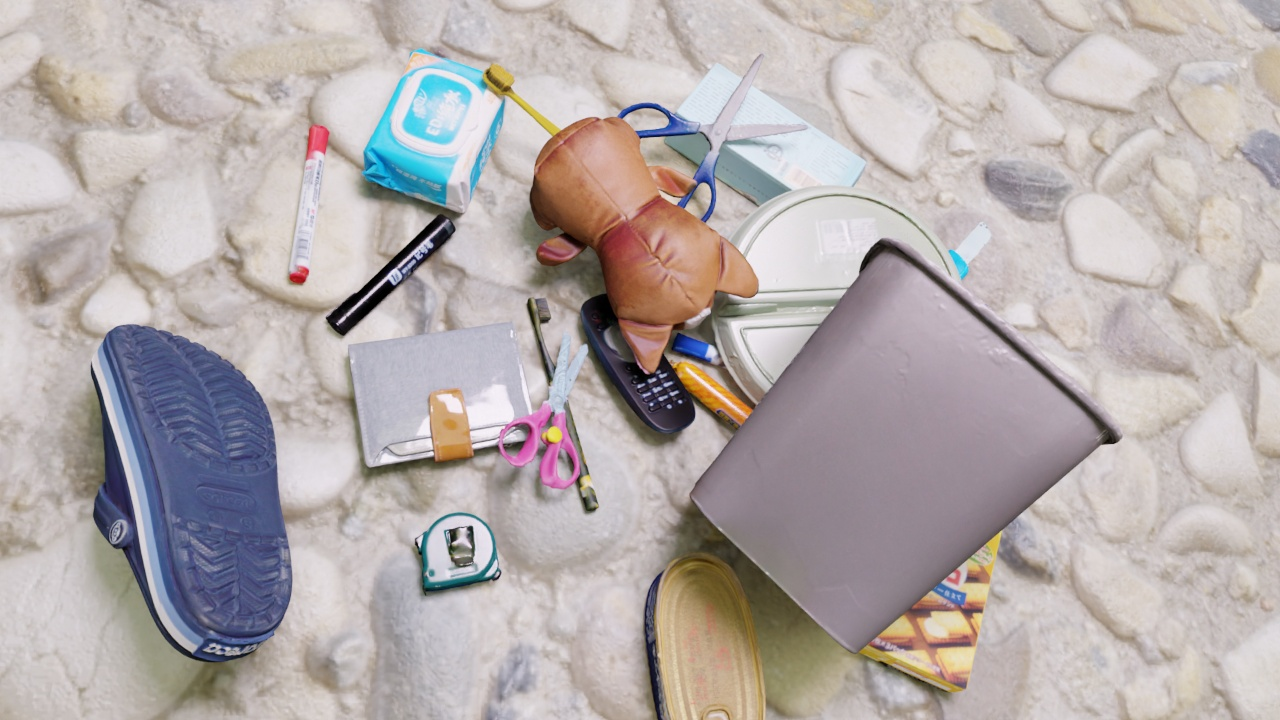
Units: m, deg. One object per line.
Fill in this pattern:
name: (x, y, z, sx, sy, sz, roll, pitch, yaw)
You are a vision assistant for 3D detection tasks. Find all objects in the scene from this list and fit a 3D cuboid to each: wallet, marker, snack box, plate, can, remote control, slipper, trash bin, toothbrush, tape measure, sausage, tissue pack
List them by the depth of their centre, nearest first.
slipper: (-0.304, 0.089, 0.612, 0.095, 0.105, 0.252, -41, 60, 16)
trash bin: (0.164, 0.063, 0.648, 0.198, 0.199, 0.220, 44, 93, 8)
can: (0.044, 0.215, 0.658, 0.074, 0.049, 0.148, -3, 68, -14)
tape measure: (-0.132, 0.138, 0.664, 0.058, 0.025, 0.054, -7, 70, -17)
wallet: (-0.151, 0.026, 0.702, 0.129, 0.037, 0.106, -9, 69, -16)
snack box: (0.228, 0.179, 0.727, 0.087, 0.034, 0.140, 26, 62, -2)
toothbrush: (-0.061, 0.031, 0.735, 0.017, 0.012, 0.185, -7, 68, -28)
marker: (-0.200, -0.071, 0.743, 0.022, 0.020, 0.131, 24, 61, 31)
remote control: (-0.004, 0.004, 0.751, 0.053, 0.024, 0.136, -22, 68, -29)
marker: (-0.272, -0.130, 0.752, 0.017, 0.017, 0.145, 4, 66, -12)
sausage: (0.089, 0.052, 0.755, 0.165, 0.021, 0.021, 39, 64, 5)
plate: (0.173, -0.045, 0.778, 0.230, 0.027, 0.230, 2, 78, -9)
marker: (0.097, 0.008, 0.779, 0.146, 0.017, 0.016, 19, 64, -4)
tissue pack: (-0.172, -0.197, 0.779, 0.090, 0.063, 0.139, 19, 64, -5)
toothbrush: (-0.057, -0.187, 0.792, 0.190, 0.017, 0.015, 38, 59, -18)
snack box: (0.115, -0.193, 0.851, 0.175, 0.052, 0.074, 35, 66, 3)

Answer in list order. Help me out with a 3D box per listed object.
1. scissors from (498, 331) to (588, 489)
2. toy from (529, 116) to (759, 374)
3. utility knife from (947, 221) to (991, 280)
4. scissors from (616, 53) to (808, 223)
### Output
scissors: (-0.074, 0.030, 0.709, 0.076, 0.017, 0.137, 21, 58, -26)
toy: (-0.006, -0.098, 0.745, 0.140, 0.130, 0.199, -42, 76, 4)
utility knife: (0.255, -0.057, 0.819, 0.034, 0.018, 0.185, 38, 77, 23)
scissors: (0.058, -0.193, 0.812, 0.176, 0.012, 0.162, 9, 97, 7)
